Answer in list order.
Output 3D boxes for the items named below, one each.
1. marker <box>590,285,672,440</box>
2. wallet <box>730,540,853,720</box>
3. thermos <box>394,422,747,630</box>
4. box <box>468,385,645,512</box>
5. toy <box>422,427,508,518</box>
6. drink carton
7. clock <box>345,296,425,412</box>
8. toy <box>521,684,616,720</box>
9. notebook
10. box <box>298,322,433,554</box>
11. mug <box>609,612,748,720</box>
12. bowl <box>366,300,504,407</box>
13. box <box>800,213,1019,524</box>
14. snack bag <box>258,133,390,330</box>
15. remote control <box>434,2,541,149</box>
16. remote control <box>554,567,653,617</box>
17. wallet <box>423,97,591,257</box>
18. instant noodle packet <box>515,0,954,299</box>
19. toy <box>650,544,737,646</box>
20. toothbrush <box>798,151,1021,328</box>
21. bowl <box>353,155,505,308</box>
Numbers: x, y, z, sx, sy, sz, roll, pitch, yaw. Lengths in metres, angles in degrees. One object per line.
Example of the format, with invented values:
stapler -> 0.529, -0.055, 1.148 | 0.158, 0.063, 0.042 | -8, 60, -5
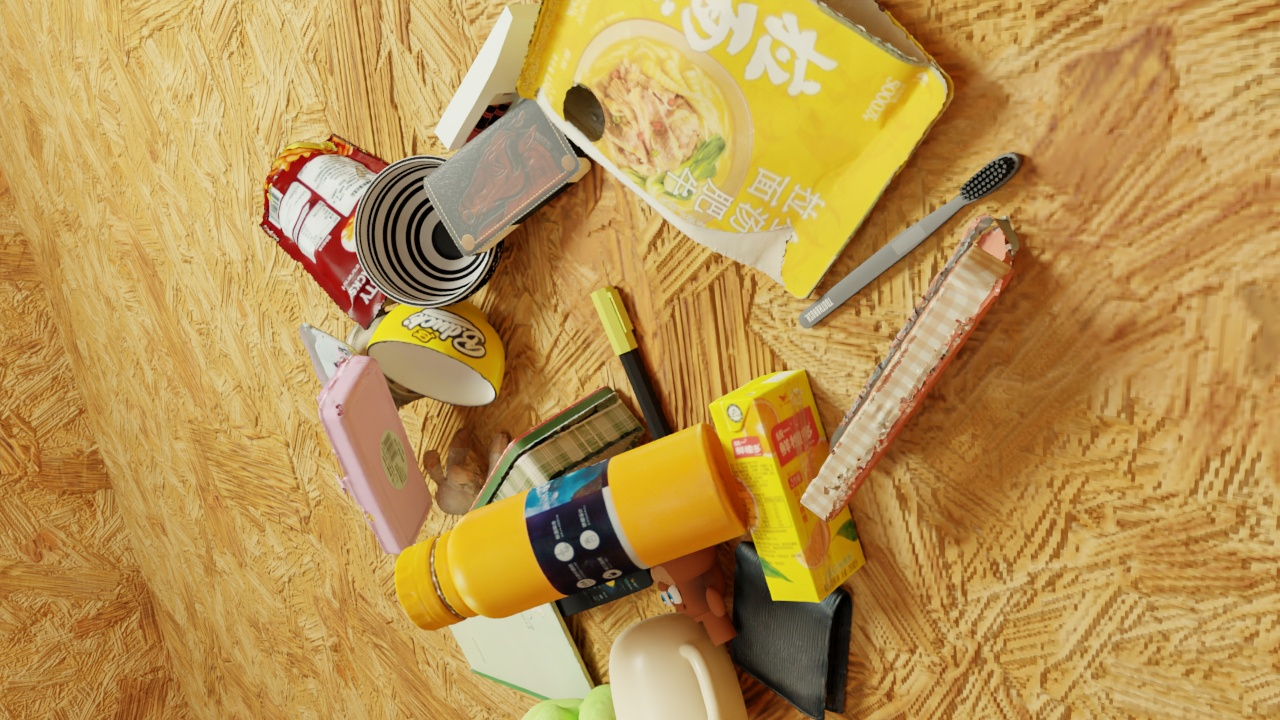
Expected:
marker -> -0.004, 0.004, 0.679 | 0.021, 0.017, 0.124 | -18, 96, 51
wallet -> 0.102, 0.192, 0.647 | 0.089, 0.026, 0.115 | 22, 123, 42
thermos -> -0.047, 0.120, 0.615 | 0.233, 0.091, 0.076 | -23, 58, 14
box -> -0.084, 0.109, 0.744 | 0.051, 0.117, 0.206 | 50, 139, 16
toy -> -0.154, 0.124, 0.876 | 0.085, 0.074, 0.106 | -3, 110, 35
drink carton -> 0.093, 0.078, 0.576 | 0.043, 0.058, 0.134 | -12, 99, 48
clock -> -0.230, -0.021, 0.861 | 0.055, 0.092, 0.141 | -9, 103, 43
toy -> -0.046, 0.352, 0.831 | 0.150, 0.107, 0.197 | 30, 146, -25
notebook -> -0.144, 0.279, 0.955 | 0.253, 0.010, 0.182 | -4, 114, 49
box -> -0.240, 0.068, 0.827 | 0.146, 0.077, 0.202 | -118, 15, -46
mug -> 0.029, 0.242, 0.693 | 0.120, 0.096, 0.099 | 139, 119, -64
bowl -> -0.170, -0.015, 0.800 | 0.117, 0.067, 0.117 | 14, 154, 7
box -> 0.140, 0.009, 0.484 | 0.041, 0.082, 0.187 | 37, 131, 16
snack bag -> -0.274, -0.133, 0.847 | 0.208, 0.066, 0.139 | 34, 88, 38
remote control -> -0.101, -0.198, 0.662 | 0.144, 0.049, 0.024 | -39, 78, 49
remote control -> -0.039, 0.195, 0.809 | 0.152, 0.020, 0.041 | -34, 88, 49
wallet -> -0.100, -0.137, 0.677 | 0.123, 0.019, 0.072 | -31, 88, 26
instant noodle packet -> 0.046, -0.155, 0.510 | 0.221, 0.084, 0.163 | 45, 138, 14
toy -> 0.026, 0.149, 0.674 | 0.127, 0.065, 0.095 | 64, 164, 13
toothbrush -> 0.138, -0.059, 0.498 | 0.013, 0.013, 0.168 | 58, 142, 9
bowl -> -0.165, -0.103, 0.753 | 0.120, 0.066, 0.120 | 1, 93, 10
